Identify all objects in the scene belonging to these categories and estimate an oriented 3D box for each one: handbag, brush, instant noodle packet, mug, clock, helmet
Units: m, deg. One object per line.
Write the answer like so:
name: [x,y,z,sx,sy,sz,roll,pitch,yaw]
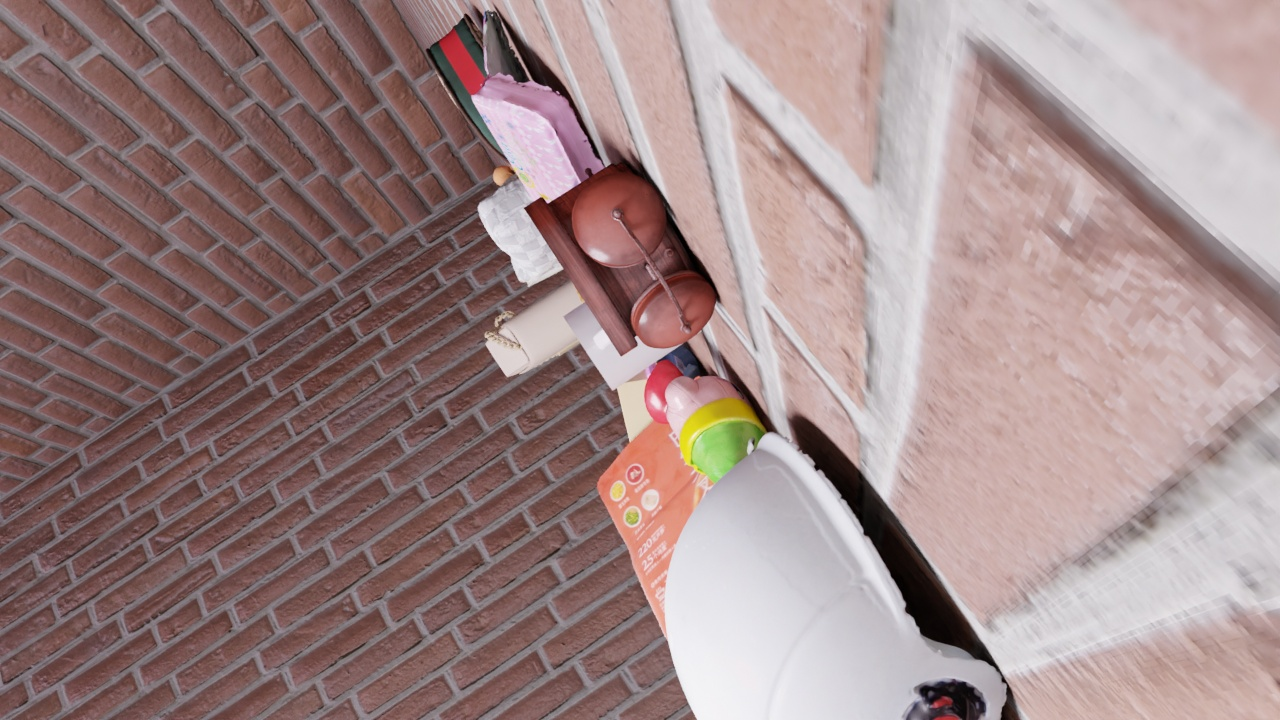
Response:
handbag: [-0.135,-0.248,0.873,0.166,0.063,0.138,58,-173,26]
handbag: [-0.127,-0.063,1.349,0.103,0.210,0.209,57,170,-3]
handbag: [-0.117,-0.165,1.020,0.123,0.112,0.171,63,180,16]
brush: [-0.006,0.005,0.928,0.089,0.043,0.229,-103,0,-70]
instant noodle packet: [0.054,0.141,0.833,0.084,0.165,0.221,18,-151,-51]
mug: [-0.006,-0.031,0.751,0.073,0.089,0.105,56,178,2]
clock: [-0.011,-0.065,0.597,0.120,0.072,0.157,57,179,-25]
helmet: [0.102,0.183,0.593,0.264,0.163,0.236,59,176,-37]

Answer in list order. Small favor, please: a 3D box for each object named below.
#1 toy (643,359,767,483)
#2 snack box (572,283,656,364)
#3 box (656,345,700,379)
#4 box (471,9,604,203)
toy: [0.065,0.071,0.745,0.124,0.096,0.131,43,174,-41]
snack box: [-0.009,-0.008,1.156,0.207,0.055,0.153,65,-176,18]
box: [0.058,0.080,1.007,0.120,0.049,0.210,-105,1,-52]
box: [-0.073,-0.157,0.760,0.158,0.066,0.230,55,178,35]
